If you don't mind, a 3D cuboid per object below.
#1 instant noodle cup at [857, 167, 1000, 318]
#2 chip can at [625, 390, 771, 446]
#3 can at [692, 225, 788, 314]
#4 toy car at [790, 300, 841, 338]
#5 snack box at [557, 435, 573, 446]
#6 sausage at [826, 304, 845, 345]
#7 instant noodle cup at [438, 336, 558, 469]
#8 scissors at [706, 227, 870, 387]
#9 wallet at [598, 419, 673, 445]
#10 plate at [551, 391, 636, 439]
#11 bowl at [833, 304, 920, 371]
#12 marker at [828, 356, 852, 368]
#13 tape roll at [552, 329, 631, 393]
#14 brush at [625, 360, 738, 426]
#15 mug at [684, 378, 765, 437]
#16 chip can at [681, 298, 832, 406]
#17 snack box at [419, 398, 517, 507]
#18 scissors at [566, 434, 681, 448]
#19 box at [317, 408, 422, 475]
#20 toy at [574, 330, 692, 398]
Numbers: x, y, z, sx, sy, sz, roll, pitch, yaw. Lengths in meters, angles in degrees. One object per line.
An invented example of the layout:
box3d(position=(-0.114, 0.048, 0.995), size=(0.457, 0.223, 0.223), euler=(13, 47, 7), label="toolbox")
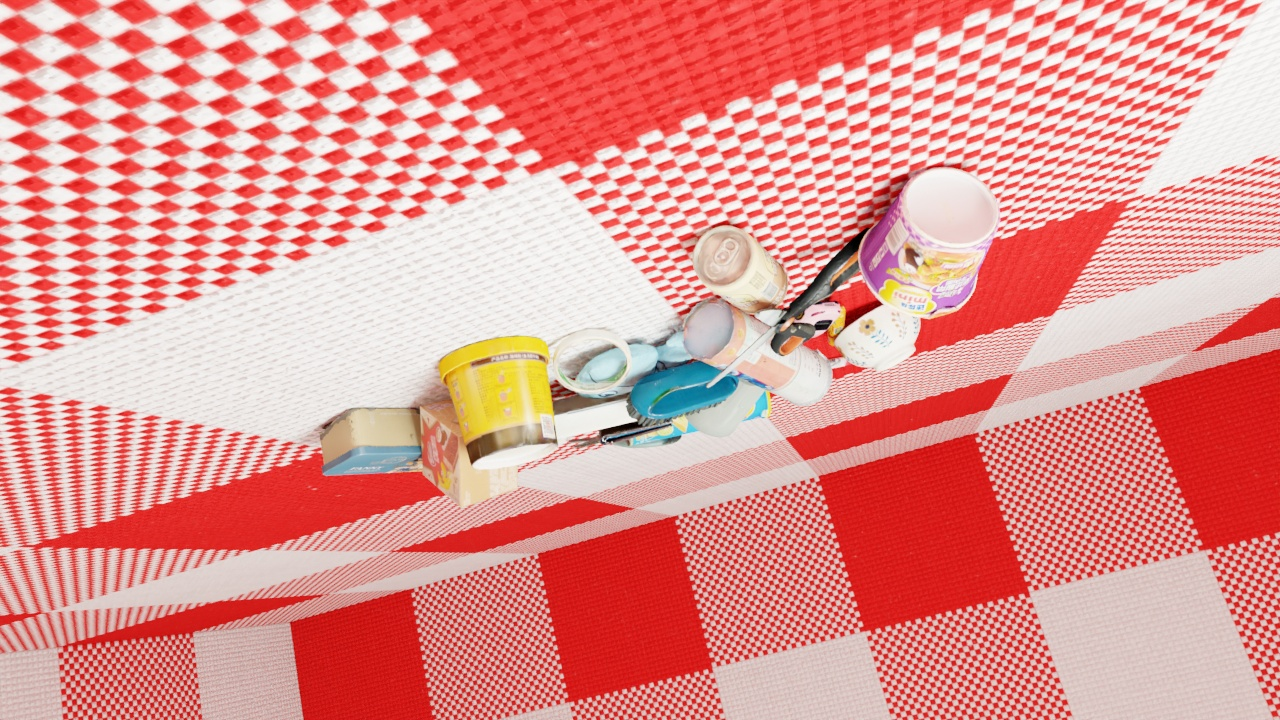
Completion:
box3d(position=(0.259, -0.109, 0.809), size=(0.111, 0.111, 0.099), euler=(-12, 156, -8), label="instant noodle cup")
box3d(position=(0.077, 0.069, 1.320), size=(0.210, 0.071, 0.071), euler=(-12, 164, -10), label="chip can")
box3d(position=(0.092, -0.080, 0.833), size=(0.059, 0.058, 0.116), euler=(-20, 164, 20), label="can")
box3d(position=(0.191, -0.040, 1.106), size=(0.056, 0.037, 0.123), euler=(-3, 162, -31), label="toy car")
box3d(position=(-0.127, 0.098, 1.324), size=(0.075, 0.026, 0.154), euler=(-6, 163, -28), label="snack box")
box3d(position=(0.249, -0.044, 1.168), size=(0.021, 0.021, 0.165), euler=(-16, 164, 7), label="sausage")
box3d(position=(-0.144, 0.048, 0.969), size=(0.118, 0.114, 0.118), euler=(-14, 164, -4), label="instant noodle cup")
box3d(position=(0.155, -0.045, 0.900), size=(0.221, 0.021, 0.233), euler=(-46, 163, 7), label="scissors")
box3d(position=(-0.012, 0.072, 1.220), size=(0.096, 0.020, 0.122), euler=(-16, -158, -2), label="wallet")
box3d(position=(-0.058, 0.064, 1.148), size=(0.265, 0.034, 0.162), euler=(-13, -175, -8), label="plate")
box3d(position=(0.311, -0.025, 1.174), size=(0.113, 0.062, 0.113), euler=(-24, 162, -8), label="bowl")
box3d(position=(0.273, 0.008, 1.382), size=(0.145, 0.017, 0.017), euler=(-10, 164, -14), label="marker")
box3d(position=(-0.053, 0.002, 0.999), size=(0.086, 0.013, 0.086), euler=(-4, 134, -4), label="tape roll")
box3d(position=(0.054, 0.029, 1.047), size=(0.143, 0.055, 0.074), euler=(-15, 159, -29), label="brush")
box3d(position=(0.120, 0.026, 1.176), size=(0.123, 0.083, 0.104), euler=(-36, 164, -46), label="mug")
box3d(position=(0.136, -0.006, 1.039), size=(0.071, 0.071, 0.214), euler=(-24, 151, 32), label="chip can")
box3d(position=(-0.199, 0.102, 1.062), size=(0.076, 0.093, 0.094), euler=(-16, -150, -37), label="snack box")
box3d(position=(-0.017, 0.114, 1.364), size=(0.176, 0.019, 0.172), euler=(-13, -165, -40), label="scissors")
box3d(position=(-0.300, 0.098, 1.106), size=(0.090, 0.062, 0.184), euler=(-28, 161, 39), label="box")
box3d(position=(-0.006, 0.006, 1.068), size=(0.156, 0.049, 0.162), euler=(-4, 158, -37), label="toy")
